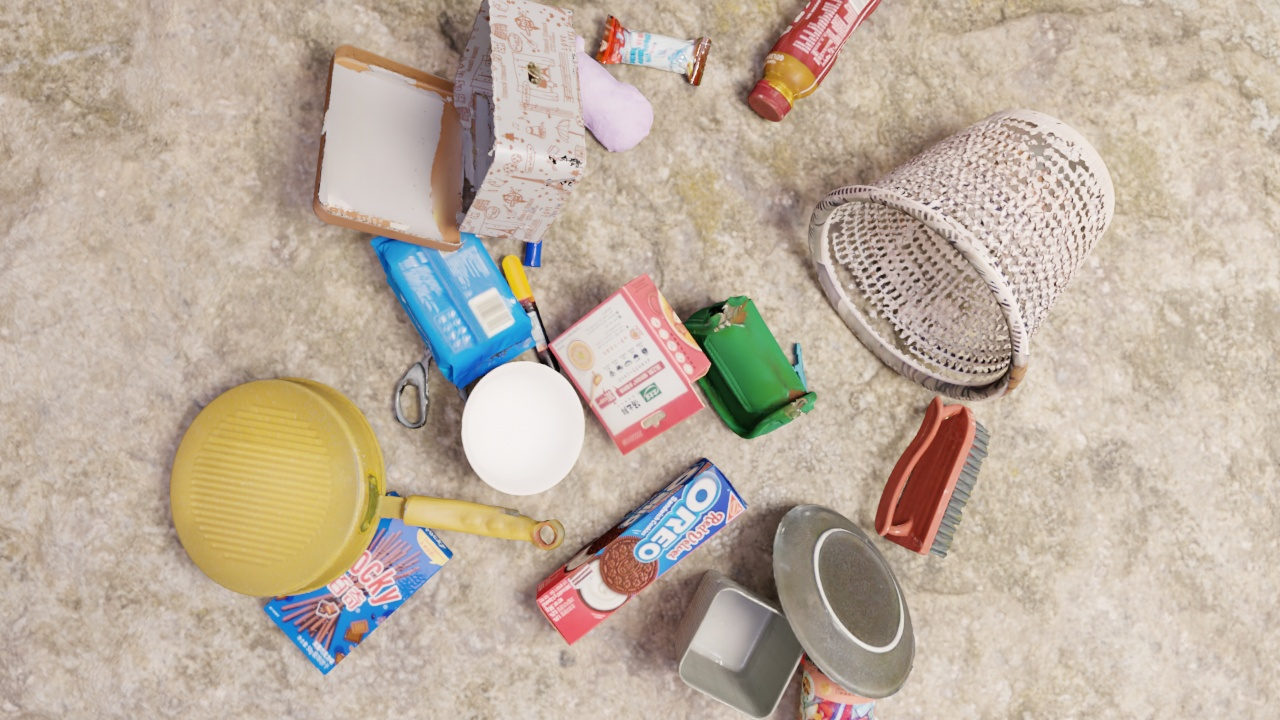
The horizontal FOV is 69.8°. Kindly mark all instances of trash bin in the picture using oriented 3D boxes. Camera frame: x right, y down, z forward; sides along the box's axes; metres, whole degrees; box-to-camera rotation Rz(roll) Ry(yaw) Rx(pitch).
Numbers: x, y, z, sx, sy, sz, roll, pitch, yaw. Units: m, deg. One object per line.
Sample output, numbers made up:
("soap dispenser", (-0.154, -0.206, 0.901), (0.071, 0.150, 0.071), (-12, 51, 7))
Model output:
("trash bin", (0.294, -0.108, 0.808), (0.191, 0.228, 0.227), (-41, 91, -16))

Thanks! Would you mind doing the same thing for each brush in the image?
("brush", (0.274, 0.107, 0.862), (0.069, 0.063, 0.145), (26, 86, -15))

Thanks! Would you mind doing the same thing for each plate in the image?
("plate", (0.188, 0.206, 0.813), (0.179, 0.178, 0.024), (48, 127, -1))

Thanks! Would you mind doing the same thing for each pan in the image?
("pan", (-0.246, 0.126, 0.819), (0.358, 0.078, 0.197), (9, 87, 13))

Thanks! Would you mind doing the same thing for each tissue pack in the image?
("tissue pack", (-0.171, -0.059, 0.842), (0.094, 0.052, 0.157), (-31, 90, -24))

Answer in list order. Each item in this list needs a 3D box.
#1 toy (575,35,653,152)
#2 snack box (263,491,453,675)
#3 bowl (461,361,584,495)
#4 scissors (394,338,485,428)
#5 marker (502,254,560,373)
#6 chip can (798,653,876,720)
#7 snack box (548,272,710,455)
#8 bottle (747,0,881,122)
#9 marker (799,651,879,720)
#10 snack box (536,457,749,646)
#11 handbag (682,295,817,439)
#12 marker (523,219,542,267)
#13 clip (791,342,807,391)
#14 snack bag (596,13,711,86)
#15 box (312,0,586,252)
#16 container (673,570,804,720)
("toy", (-0.039, -0.241, 0.869), (0.108, 0.039, 0.084), (35, 105, -2))
("snack box", (-0.260, 0.205, 0.851), (0.157, 0.026, 0.084), (-43, 90, -3))
("bowl", (-0.118, 0.061, 0.836), (0.118, 0.065, 0.118), (2, 86, -32))
("scissors", (-0.197, -0.016, 0.868), (0.159, 0.014, 0.170), (34, 86, -1))
("marker", (-0.104, -0.041, 0.873), (0.018, 0.015, 0.124), (-21, 92, -2))
("chip can", (0.172, 0.377, 0.836), (0.071, 0.071, 0.215), (6, 93, -3))
("snack box", (-0.005, 0.005, 0.831), (0.113, 0.044, 0.127), (-34, 91, 39))
("bottle", (0.168, -0.307, 0.871), (0.057, 0.057, 0.175), (37, 87, -1))
("marker", (0.198, 0.323, 0.876), (0.017, 0.017, 0.145), (-44, 91, -3))
("snack box", (0.001, 0.173, 0.850), (0.207, 0.058, 0.057), (-37, 93, -3))
("handbag", (0.095, 0.005, 0.829), (0.068, 0.120, 0.131), (-32, 88, -10))
("marker", (-0.096, -0.161, 0.868), (0.017, 0.017, 0.146), (5, 93, -3))
("clip", (0.149, 0.012, 0.884), (0.049, 0.015, 0.057), (-14, 90, -5))
("snack bag", (0.013, -0.297, 0.879), (0.104, 0.026, 0.048), (14, 100, -2))
("box", (-0.167, -0.209, 0.776), (0.192, 0.157, 0.182), (6, 63, -26))
("container", (0.084, 0.247, 0.823), (0.090, 0.114, 0.090), (29, 87, -2))
